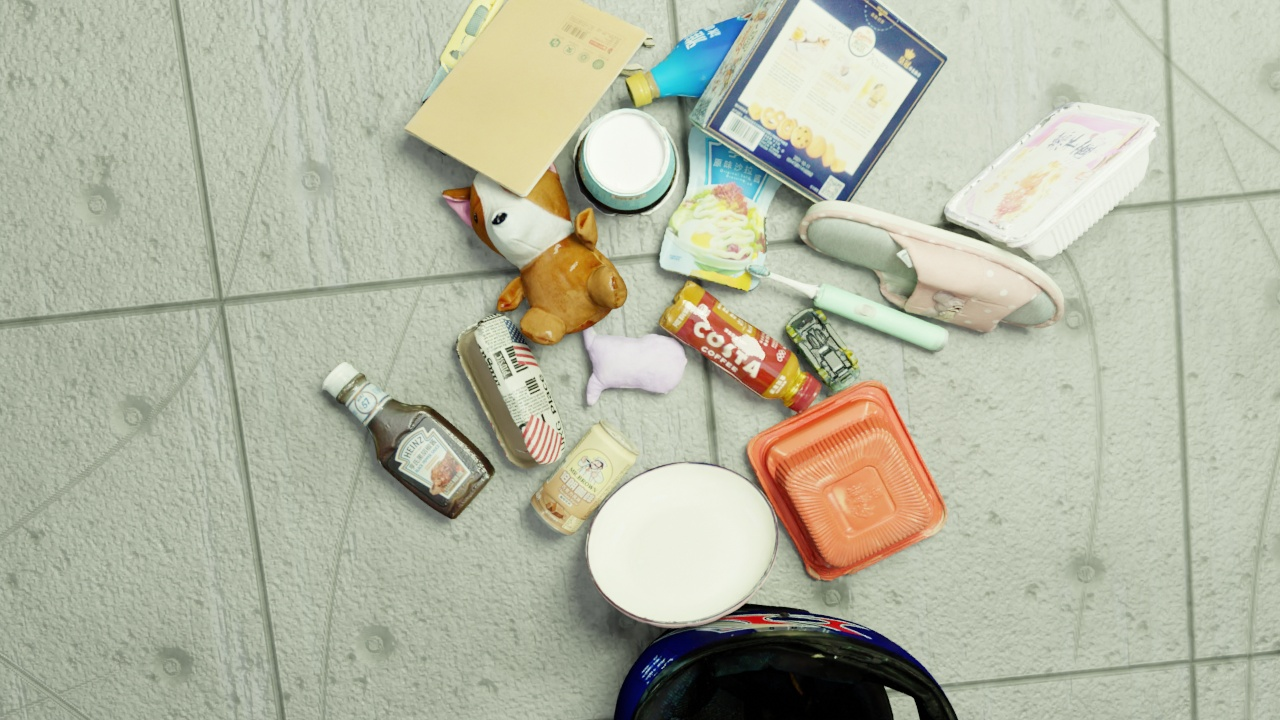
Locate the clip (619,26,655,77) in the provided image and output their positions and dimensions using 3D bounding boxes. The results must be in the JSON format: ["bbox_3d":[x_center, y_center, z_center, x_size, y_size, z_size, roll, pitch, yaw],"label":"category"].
[{"bbox_3d":[-0.031,-0.329,0.919,0.104,0.034,0.082,33,98,4],"label":"clip"}]

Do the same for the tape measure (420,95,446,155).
[{"bbox_3d":[-0.195,-0.238,0.918,0.057,0.039,0.058,37,97,-16],"label":"tape measure"}]

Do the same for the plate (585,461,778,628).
[{"bbox_3d":[0.042,0.186,0.916,0.192,0.192,0.039,-14,133,1],"label":"plate"}]

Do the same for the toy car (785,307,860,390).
[{"bbox_3d":[0.187,-0.011,0.949,0.043,0.036,0.091,-34,84,-1],"label":"toy car"}]

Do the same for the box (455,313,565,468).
[{"bbox_3d":[-0.126,0.031,0.928,0.076,0.087,0.163,-24,92,-13],"label":"box"}]

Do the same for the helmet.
[{"bbox_3d":[0.134,0.357,0.881,0.316,0.240,0.247,-7,77,10],"label":"helmet"}]

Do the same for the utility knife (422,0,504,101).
[{"bbox_3d":[-0.168,-0.336,0.928,0.031,0.021,0.198,32,100,-4],"label":"utility knife"}]

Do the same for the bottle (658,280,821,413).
[{"bbox_3d":[0.104,-0.010,0.939,0.175,0.057,0.057,35,94,-4],"label":"bottle"}]

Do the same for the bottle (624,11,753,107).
[{"bbox_3d":[0.091,-0.301,0.897,0.218,0.065,0.065,-23,96,-3],"label":"bottle"}]

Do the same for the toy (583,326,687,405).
[{"bbox_3d":[-0.006,0.006,0.949,0.108,0.039,0.084,0,96,-1],"label":"toy"}]

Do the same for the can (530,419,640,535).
[{"bbox_3d":[-0.058,0.122,0.951,0.058,0.058,0.116,40,94,-4],"label":"can"}]

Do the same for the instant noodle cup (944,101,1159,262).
[{"bbox_3d":[0.404,-0.168,0.897,0.173,0.138,0.060,-40,117,3],"label":"instant noodle cup"}]

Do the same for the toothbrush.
[{"bbox_3d":[0.212,-0.058,0.940,0.224,0.027,0.026,20,90,-8],"label":"toothbrush"}]

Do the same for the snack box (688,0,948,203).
[{"bbox_3d":[0.170,-0.259,0.874,0.178,0.045,0.183,26,106,-26],"label":"snack box"}]

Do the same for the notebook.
[{"bbox_3d":[-0.110,-0.269,0.884,0.148,0.008,0.207,31,77,16],"label":"notebook"}]

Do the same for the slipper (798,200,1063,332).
[{"bbox_3d":[0.285,-0.083,0.910,0.274,0.114,0.054,22,71,-1],"label":"slipper"}]

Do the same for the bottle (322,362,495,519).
[{"bbox_3d":[-0.245,0.078,0.954,0.195,0.044,0.080,41,93,-3],"label":"bottle"}]

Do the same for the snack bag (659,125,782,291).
[{"bbox_3d":[0.092,-0.173,0.934,0.110,0.039,0.191,15,93,1],"label":"snack bag"}]

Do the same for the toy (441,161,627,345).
[{"bbox_3d":[-0.105,-0.116,0.902,0.140,0.130,0.199,-30,86,14],"label":"toy"}]

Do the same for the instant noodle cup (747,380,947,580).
[{"bbox_3d":[0.218,0.135,0.945,0.164,0.079,0.189,-29,100,6],"label":"instant noodle cup"}]

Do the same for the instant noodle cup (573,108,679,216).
[{"bbox_3d":[-0.013,-0.196,0.887,0.111,0.120,0.111,0,96,-1],"label":"instant noodle cup"}]
